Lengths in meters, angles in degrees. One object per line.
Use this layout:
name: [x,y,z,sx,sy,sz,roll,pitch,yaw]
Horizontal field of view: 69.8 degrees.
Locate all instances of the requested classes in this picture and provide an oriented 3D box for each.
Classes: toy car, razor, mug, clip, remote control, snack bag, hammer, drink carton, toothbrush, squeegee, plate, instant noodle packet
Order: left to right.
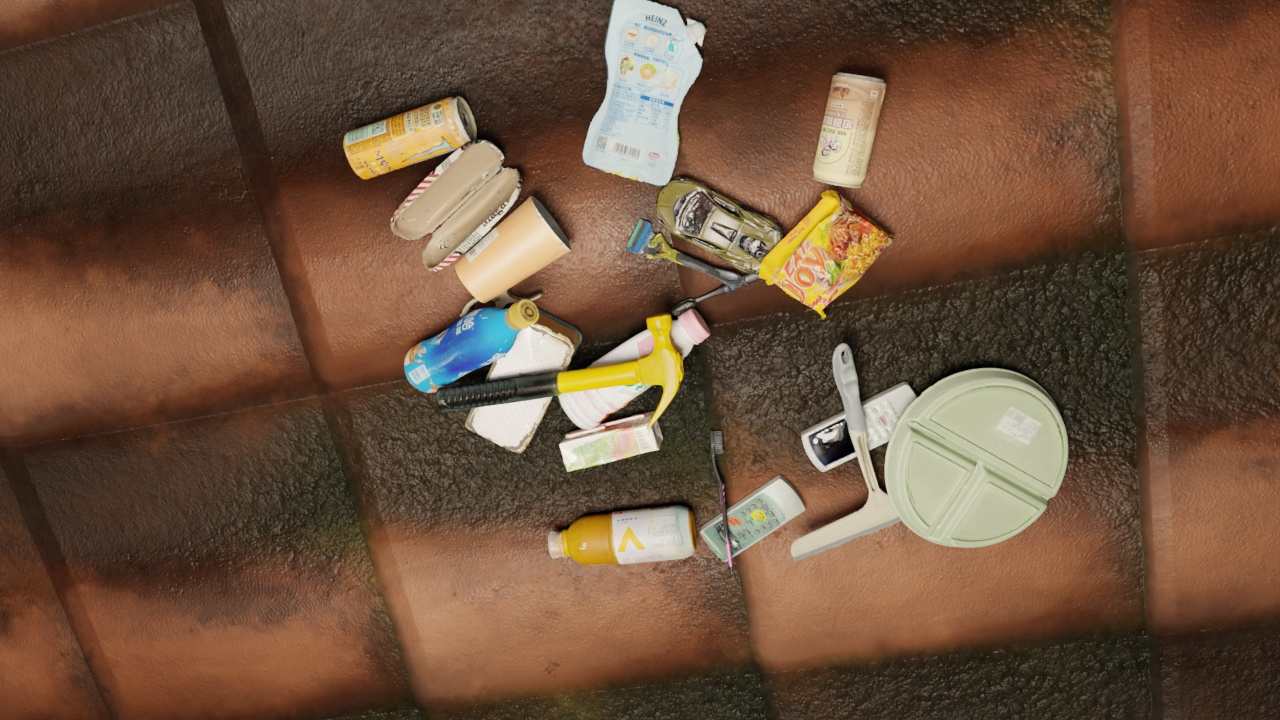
clip: [-0.173,-0.074,1.127,0.100,0.034,0.072,-32,101,7]
mug: [-0.152,-0.125,1.072,0.123,0.078,0.078,-35,100,7]
hammer: [-0.096,0.028,1.080,0.301,0.032,0.129,-8,98,12]
drink carton: [-0.037,0.100,1.151,0.123,0.053,0.045,-13,101,11]
snack bag: [0.004,-0.300,1.030,0.110,0.038,0.191,17,107,7]
razor: [0.055,-0.120,1.086,0.143,0.022,0.042,24,80,3]
toy car: [0.090,-0.156,1.063,0.158,0.042,0.070,27,108,1]
toothbrush: [0.107,0.180,1.164,0.018,0.014,0.189,-8,96,0]
toothbrush: [0.122,-0.094,1.091,0.190,0.016,0.014,-23,101,12]
remote control: [0.144,0.203,1.179,0.135,0.019,0.056,-36,100,16]
instant noodle packet: [0.210,-0.118,1.043,0.110,0.044,0.129,30,112,-28]
squeegee: [0.261,0.088,1.092,0.246,0.039,0.247,-20,109,-4]
remote control: [0.272,0.083,1.124,0.150,0.021,0.058,-29,102,14]
plate: [0.403,0.121,1.089,0.230,0.027,0.230,-2,106,-8]

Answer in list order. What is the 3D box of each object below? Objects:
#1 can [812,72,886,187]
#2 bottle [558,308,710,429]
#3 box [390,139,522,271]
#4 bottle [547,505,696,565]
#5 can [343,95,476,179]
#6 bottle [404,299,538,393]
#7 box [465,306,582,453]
can: [0.228,-0.252,1.005,0.058,0.058,0.116,11,108,4]
bottle: [-0.007,0.006,1.111,0.197,0.068,0.068,-35,100,16]
box: [-0.212,-0.177,1.073,0.162,0.075,0.086,-40,66,14]
bottle: [-0.024,0.228,1.182,0.190,0.068,0.068,-7,106,9]
can: [-0.267,-0.258,1.065,0.146,0.058,0.058,-15,105,12]
bottle: [-0.198,-0.022,1.083,0.219,0.065,0.065,-25,104,41]
box: [-0.142,0.019,1.136,0.090,0.062,0.184,29,106,-3]
